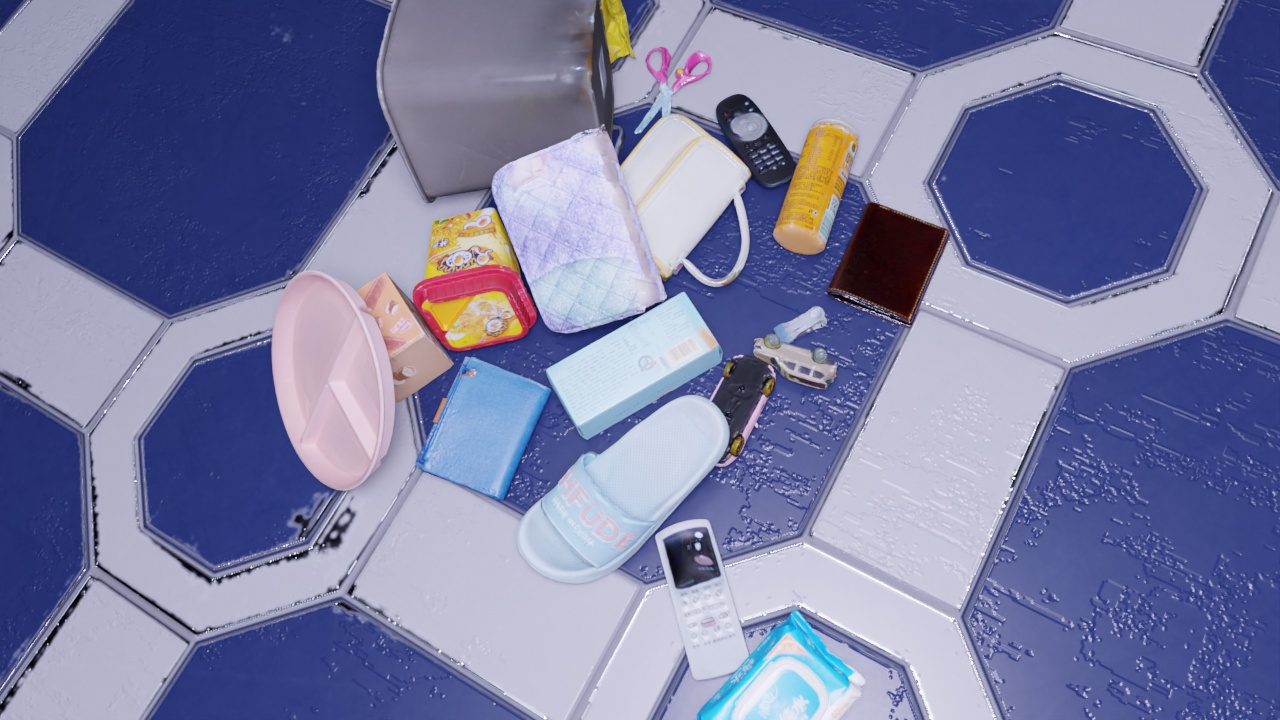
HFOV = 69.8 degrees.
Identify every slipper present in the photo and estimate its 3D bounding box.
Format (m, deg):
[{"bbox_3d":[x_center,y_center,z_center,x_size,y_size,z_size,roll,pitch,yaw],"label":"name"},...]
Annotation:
[{"bbox_3d":[-0.018,0.126,0.897,0.245,0.074,0.104,-41,71,5],"label":"slipper"}]

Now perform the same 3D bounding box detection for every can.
[{"bbox_3d":[0.194,-0.191,1.006,0.058,0.058,0.145,17,73,15],"label":"can"}]

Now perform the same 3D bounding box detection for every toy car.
[{"bbox_3d":[0.158,0.001,0.947,0.090,0.042,0.035,21,75,16],"label":"toy car"},{"bbox_3d":[0.095,0.052,0.940,0.056,0.037,0.122,24,73,21],"label":"toy car"}]

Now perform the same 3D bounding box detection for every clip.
[{"bbox_3d":[0.170,-0.037,0.973,0.057,0.029,0.024,-25,65,7],"label":"clip"}]

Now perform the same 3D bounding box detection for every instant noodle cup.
[{"bbox_3d":[-0.182,-0.092,1.008,0.116,0.116,0.123,-12,56,5],"label":"instant noodle cup"}]

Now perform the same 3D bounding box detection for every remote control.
[{"bbox_3d":[0.059,0.229,0.887,0.058,0.021,0.150,-17,68,2],"label":"remote control"},{"bbox_3d":[0.132,-0.250,1.058,0.053,0.024,0.136,-27,66,0],"label":"remote control"}]

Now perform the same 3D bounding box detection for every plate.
[{"bbox_3d":[-0.320,0.020,0.953,0.028,0.230,0.229,-13,58,-45],"label":"plate"}]

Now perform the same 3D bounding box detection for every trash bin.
[{"bbox_3d":[-0.147,-0.303,1.015,0.220,0.199,0.198,-3,58,6],"label":"trash bin"}]

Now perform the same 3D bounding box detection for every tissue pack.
[{"bbox_3d":[0.123,0.304,0.816,0.090,0.063,0.140,44,81,7],"label":"tissue pack"}]

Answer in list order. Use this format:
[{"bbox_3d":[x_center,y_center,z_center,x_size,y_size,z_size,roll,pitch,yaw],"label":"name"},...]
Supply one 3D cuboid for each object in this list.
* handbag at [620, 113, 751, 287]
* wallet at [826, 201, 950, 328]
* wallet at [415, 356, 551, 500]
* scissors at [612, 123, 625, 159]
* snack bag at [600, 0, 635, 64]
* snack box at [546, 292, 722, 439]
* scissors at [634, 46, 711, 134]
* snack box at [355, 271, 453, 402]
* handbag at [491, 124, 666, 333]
[{"bbox_3d":[0.053,-0.167,1.017,0.179,0.063,0.163,38,84,12],"label":"handbag"},{"bbox_3d":[0.267,-0.105,0.983,0.096,0.020,0.122,24,74,12],"label":"wallet"},{"bbox_3d":[-0.168,0.071,0.976,0.106,0.040,0.133,20,73,7],"label":"wallet"},{"bbox_3d":[-0.031,-0.204,1.073,0.173,0.014,0.159,-21,68,2],"label":"scissors"},{"bbox_3d":[-0.135,-0.415,1.095,0.247,0.158,0.068,10,77,13],"label":"snack bag"},{"bbox_3d":[-0.006,0.006,0.967,0.175,0.052,0.074,-30,66,-4],"label":"snack box"},{"bbox_3d":[0.025,-0.329,1.112,0.105,0.017,0.136,34,82,18],"label":"scissors"},{"bbox_3d":[-0.271,-0.024,0.999,0.077,0.093,0.094,-35,68,-5],"label":"snack box"},{"bbox_3d":[-0.064,-0.134,0.968,0.134,0.075,0.194,-14,104,23],"label":"handbag"}]
